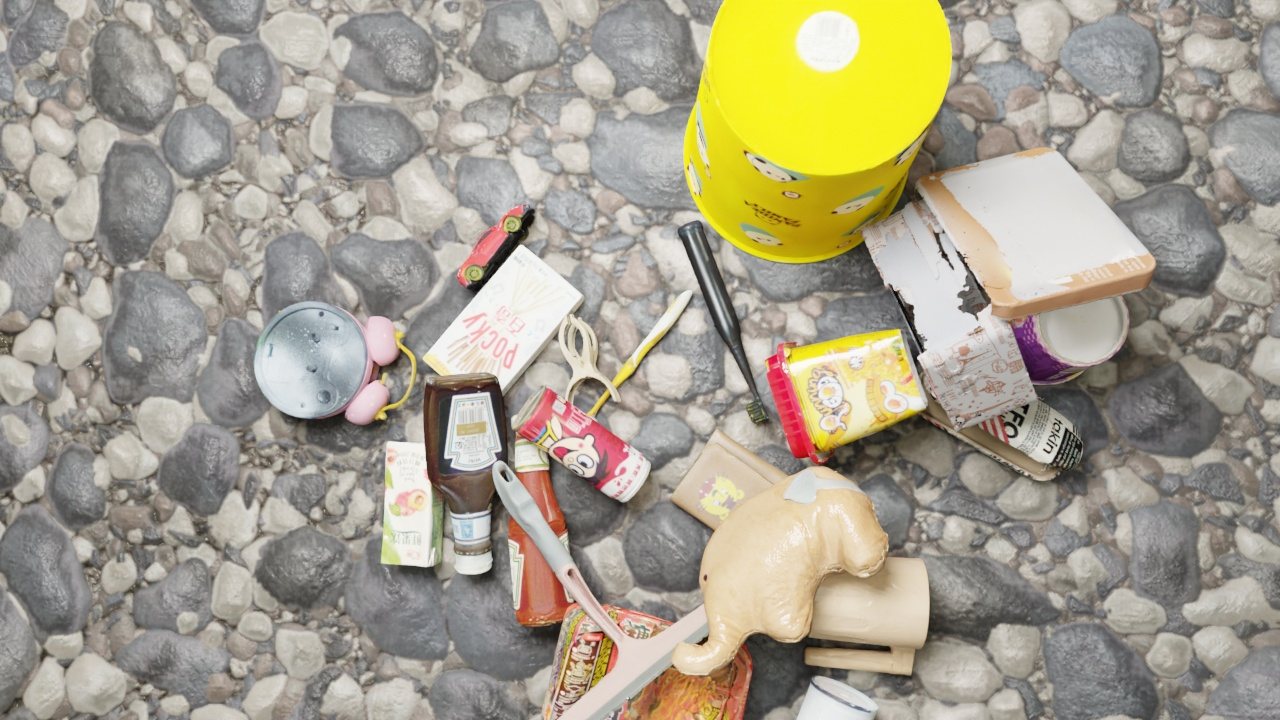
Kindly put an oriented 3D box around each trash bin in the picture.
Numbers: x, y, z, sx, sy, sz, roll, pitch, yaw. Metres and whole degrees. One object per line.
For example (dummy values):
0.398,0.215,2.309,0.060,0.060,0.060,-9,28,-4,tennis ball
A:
0.149,-0.220,0.812,0.230,0.255,0.229,0,87,5,trash bin

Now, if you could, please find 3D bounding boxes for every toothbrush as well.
0.085,-0.038,0.921,0.027,0.026,0.212,-20,86,-6,toothbrush
-0.006,0.005,0.929,0.018,0.016,0.191,39,91,31,toothbrush

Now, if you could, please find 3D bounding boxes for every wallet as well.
0.099,0.134,0.909,0.115,0.033,0.090,35,90,9,wallet

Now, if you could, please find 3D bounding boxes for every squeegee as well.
-0.064,0.195,0.850,0.247,0.040,0.249,-28,69,-33,squeegee

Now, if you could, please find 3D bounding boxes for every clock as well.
-0.305,0.005,0.931,0.158,0.060,0.117,11,87,6,clock

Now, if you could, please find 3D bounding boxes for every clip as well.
-0.055,0.001,0.919,0.061,0.034,0.097,-16,80,13,clip

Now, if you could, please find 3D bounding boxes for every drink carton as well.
-0.227,0.143,0.924,0.053,0.045,0.122,1,86,10,drink carton

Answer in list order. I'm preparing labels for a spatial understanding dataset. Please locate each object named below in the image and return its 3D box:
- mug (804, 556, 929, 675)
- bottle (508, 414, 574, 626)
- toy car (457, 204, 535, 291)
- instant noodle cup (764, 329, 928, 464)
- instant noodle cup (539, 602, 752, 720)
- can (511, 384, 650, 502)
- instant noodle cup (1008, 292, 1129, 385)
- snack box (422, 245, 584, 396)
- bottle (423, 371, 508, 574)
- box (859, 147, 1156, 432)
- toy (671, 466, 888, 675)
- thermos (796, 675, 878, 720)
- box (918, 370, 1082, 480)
0.212,0.244,0.877,0.103,0.084,0.125,3,113,6,mug
-0.103,0.155,0.910,0.060,0.060,0.206,-7,80,4,bottle
-0.146,-0.117,0.931,0.031,0.049,0.106,40,91,4,toy car
0.195,0.026,0.854,0.124,0.116,0.116,-19,85,19,instant noodle cup
0.006,0.324,0.880,0.189,0.079,0.164,14,88,6,instant noodle cup
-0.056,0.082,0.894,0.132,0.053,0.053,37,90,-13,can
0.396,-0.034,0.862,0.111,0.099,0.111,0,85,4,instant noodle cup
-0.139,-0.032,0.937,0.084,0.027,0.157,40,90,5,snack box
-0.169,0.111,0.900,0.079,0.044,0.195,-6,98,-25,bottle
0.316,-0.076,0.794,0.193,0.156,0.182,-25,47,16,box
0.113,0.189,0.827,0.226,0.143,0.082,-42,123,2,toy
0.156,0.420,0.872,0.073,0.073,0.224,21,89,5,thermos
0.342,0.057,0.893,0.163,0.081,0.074,28,58,6,box
